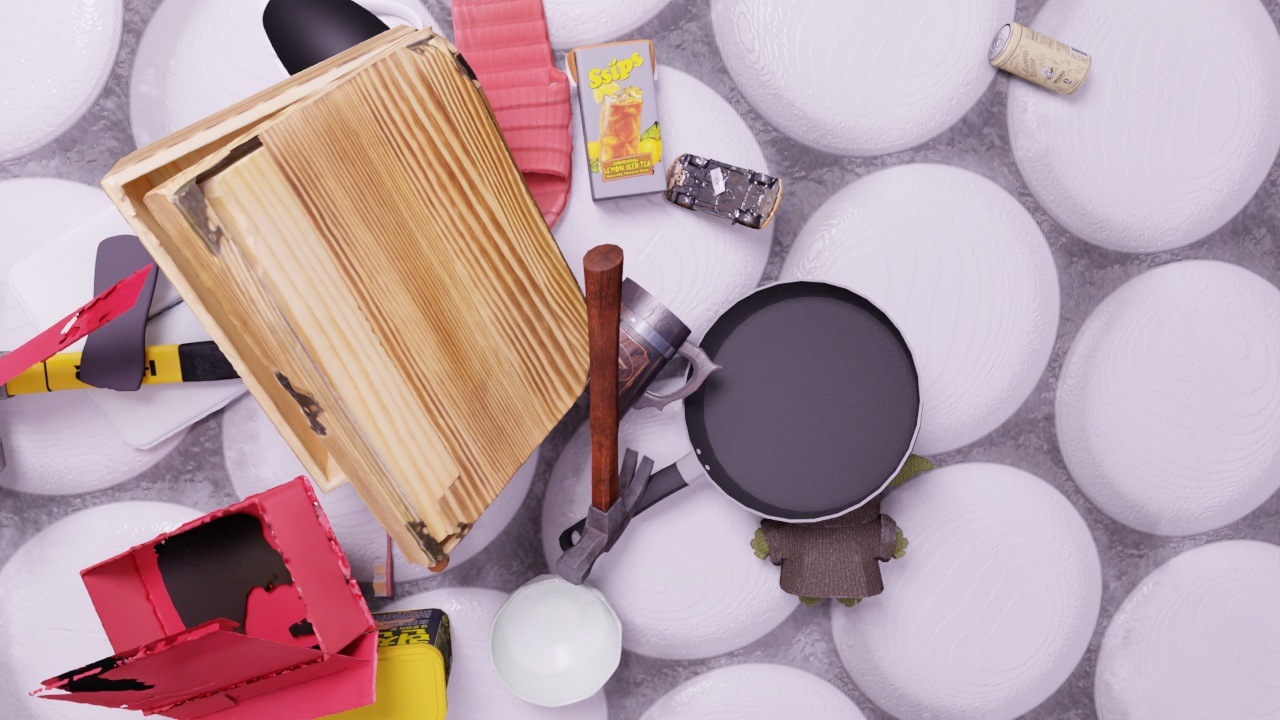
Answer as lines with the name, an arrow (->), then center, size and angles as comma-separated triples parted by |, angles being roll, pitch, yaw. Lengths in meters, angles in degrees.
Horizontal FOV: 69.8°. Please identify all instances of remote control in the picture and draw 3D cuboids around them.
remote control -> -0.409, -0.037, 0.722 | 0.046, 0.009, 0.124 | 11, 97, -12

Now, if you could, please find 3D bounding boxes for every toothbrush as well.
toothbrush -> -0.229, 0.120, 0.814 | 0.015, 0.015, 0.184 | 0, 96, -3

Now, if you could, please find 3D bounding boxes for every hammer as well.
hammer -> -0.406, 0.000, 0.749 | 0.324, 0.034, 0.170 | -4, 101, -8
hammer -> -0.027, 0.042, 0.693 | 0.028, 0.110, 0.301 | 24, 137, 22

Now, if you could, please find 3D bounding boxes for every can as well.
can -> 0.353, -0.267, 0.813 | 0.079, 0.038, 0.038 | 19, 94, -8
can -> -0.229, 0.265, 0.786 | 0.130, 0.101, 0.072 | -4, 97, -6

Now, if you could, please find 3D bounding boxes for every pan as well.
pan -> 0.076, 0.075, 0.800 | 0.356, 0.044, 0.204 | -35, 69, 16

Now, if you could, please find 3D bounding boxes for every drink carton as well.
drink carton -> -0.018, -0.202, 0.778 | 0.076, 0.048, 0.125 | -8, 98, -5

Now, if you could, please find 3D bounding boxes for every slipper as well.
slipper -> -0.110, -0.219, 0.762 | 0.103, 0.059, 0.249 | -5, 96, -5

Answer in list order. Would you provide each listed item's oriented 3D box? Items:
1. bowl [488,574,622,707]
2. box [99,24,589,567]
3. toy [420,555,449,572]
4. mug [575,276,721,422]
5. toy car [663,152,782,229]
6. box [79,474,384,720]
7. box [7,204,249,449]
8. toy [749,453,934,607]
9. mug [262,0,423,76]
bowl -> -0.076, 0.241, 0.820 | 0.117, 0.061, 0.117 | -1, 97, -5
box -> -0.163, -0.056, 0.629 | 0.269, 0.264, 0.279 | -30, 117, -10
toy -> -0.187, 0.124, 0.775 | 0.070, 0.090, 0.103 | -18, 119, -4
mug -> -0.005, 0.004, 0.787 | 0.116, 0.080, 0.107 | 40, 90, -2
toy car -> 0.075, -0.144, 0.791 | 0.112, 0.047, 0.047 | 24, 98, 31
box -> -0.285, 0.331, 0.647 | 0.215, 0.138, 0.467 | -21, 74, 23
box -> -0.391, -0.047, 0.768 | 0.209, 0.037, 0.190 | -29, 96, -1
toy -> 0.169, 0.147, 0.825 | 0.179, 0.078, 0.153 | -2, 92, 8
mug -> -0.236, -0.260, 0.740 | 0.100, 0.085, 0.118 | 42, 61, 1
